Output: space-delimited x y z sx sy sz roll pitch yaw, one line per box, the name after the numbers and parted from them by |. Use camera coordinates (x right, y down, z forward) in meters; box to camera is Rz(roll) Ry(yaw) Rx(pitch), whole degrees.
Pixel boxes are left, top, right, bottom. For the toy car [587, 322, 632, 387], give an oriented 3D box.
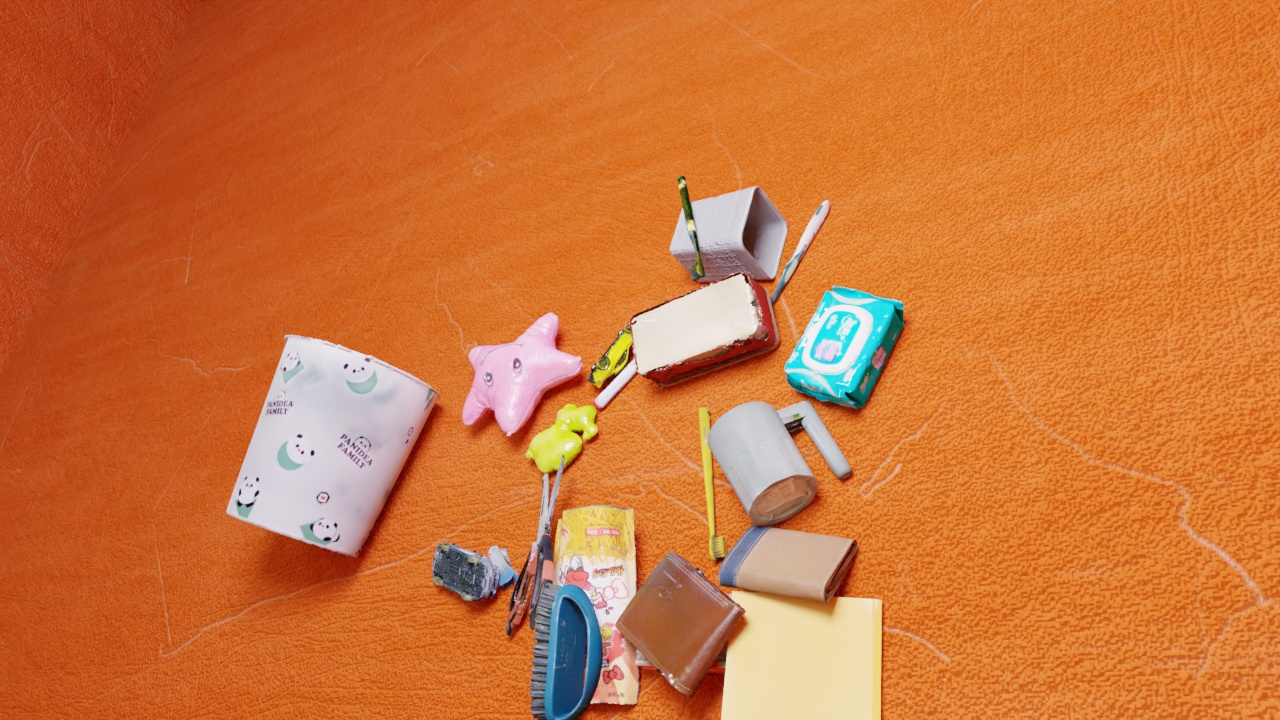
-0.029 -0.010 1.187 0.105 0.032 0.048 -54 4 -14 | toy car

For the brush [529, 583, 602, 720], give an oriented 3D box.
-0.073 0.304 0.943 0.074 0.055 0.143 -2 78 34 | brush

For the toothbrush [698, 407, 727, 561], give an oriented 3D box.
0.080 0.134 1.027 0.017 0.016 0.189 -18 52 20 | toothbrush

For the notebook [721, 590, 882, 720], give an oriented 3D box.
0.145 0.315 0.835 0.146 0.010 0.205 -2 60 18 | notebook

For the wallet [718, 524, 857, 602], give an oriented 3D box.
0.145 0.199 0.904 0.115 0.033 0.090 -1 24 36 | wallet

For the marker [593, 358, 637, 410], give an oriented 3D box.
-0.007 0.007 1.177 0.145 0.017 0.017 -47 45 0 | marker

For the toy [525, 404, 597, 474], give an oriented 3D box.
-0.099 0.100 1.170 0.097 0.031 0.100 2 62 35 | toy

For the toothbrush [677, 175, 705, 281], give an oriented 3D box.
0.059 -0.166 1.132 0.017 0.012 0.185 -38 40 31 | toothbrush

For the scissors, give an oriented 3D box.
-0.118 0.220 1.069 0.189 0.015 0.226 -154 84 -74 | scissors

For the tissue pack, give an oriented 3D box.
0.223 -0.017 1.001 0.093 0.050 0.133 17 72 43 | tissue pack

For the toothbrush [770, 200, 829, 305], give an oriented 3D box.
0.184 -0.119 1.125 0.018 0.016 0.191 16 71 53 | toothbrush

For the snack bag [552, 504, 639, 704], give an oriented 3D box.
-0.056 0.269 1.011 0.129 0.073 0.207 -11 62 29 | snack bag

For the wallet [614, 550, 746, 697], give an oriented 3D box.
0.039 0.258 0.913 0.101 0.032 0.124 -56 37 -3 | wallet

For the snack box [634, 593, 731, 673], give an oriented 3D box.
0.068 0.276 0.931 0.153 0.025 0.075 -10 56 31 | snack box

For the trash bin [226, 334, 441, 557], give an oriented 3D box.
-0.432 0.124 1.275 0.230 0.229 0.251 7 71 39 | trash bin

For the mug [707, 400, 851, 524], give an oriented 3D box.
0.147 0.101 0.966 0.124 0.084 0.103 -19 47 -8 | mug

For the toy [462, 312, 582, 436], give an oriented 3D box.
-0.162 0.025 1.237 0.195 0.074 0.178 -21 51 22 | toy

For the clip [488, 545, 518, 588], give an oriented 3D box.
-0.169 0.253 1.128 0.025 0.036 0.058 -43 49 7 | clip

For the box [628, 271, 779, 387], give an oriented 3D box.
0.070 -0.035 1.091 0.169 0.078 0.091 -21 66 26 | box

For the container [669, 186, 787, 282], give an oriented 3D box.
0.108 -0.153 1.154 0.114 0.090 0.090 -3 59 38 | container

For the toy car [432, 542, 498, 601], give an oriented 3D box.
-0.219 0.262 1.139 0.121 0.036 0.054 5 86 47 | toy car
